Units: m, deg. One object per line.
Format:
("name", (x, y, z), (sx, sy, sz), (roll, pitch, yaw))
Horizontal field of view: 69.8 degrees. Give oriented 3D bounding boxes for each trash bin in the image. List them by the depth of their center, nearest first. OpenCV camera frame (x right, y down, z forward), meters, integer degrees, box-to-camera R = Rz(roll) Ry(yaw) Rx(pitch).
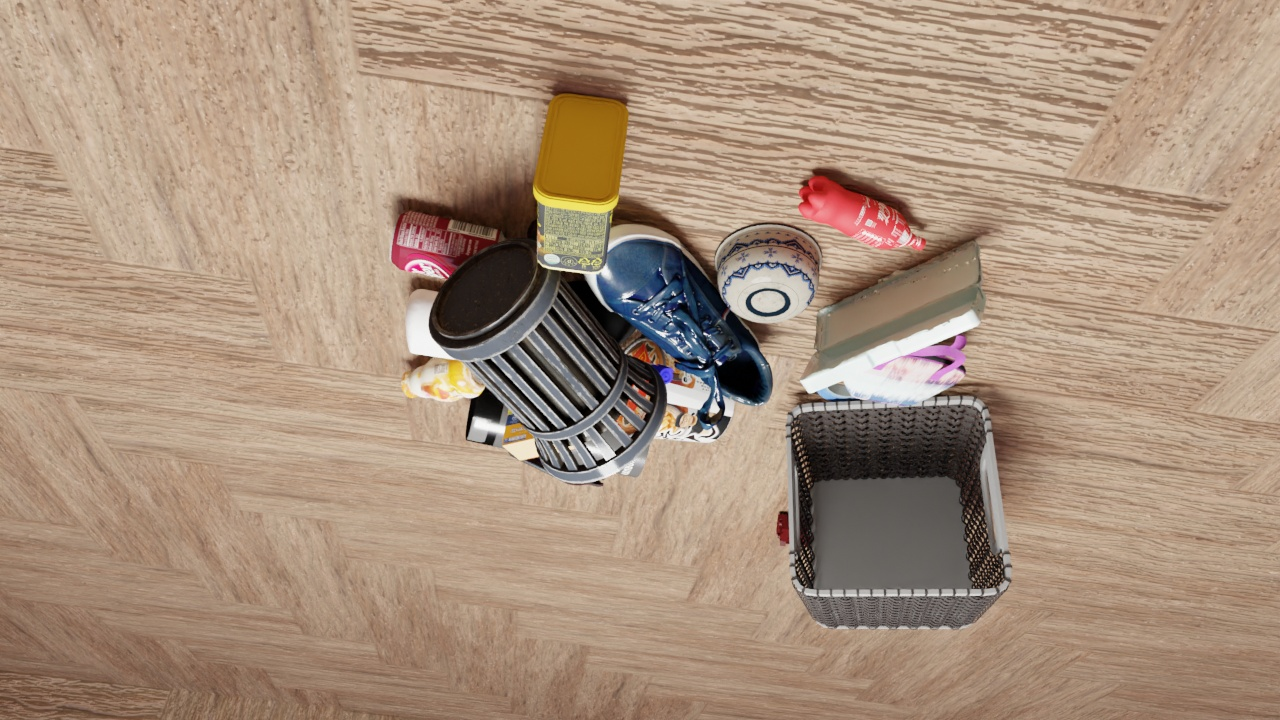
("trash bin", (-0.097, -0.003, 0.948), (0.165, 0.163, 0.227), (-14, 137, 25))

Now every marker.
("marker", (-0.006, 0.006, 1.089), (0.020, 0.020, 0.142), (31, 172, -31))

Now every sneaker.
("sneaker", (0.053, -0.029, 0.983), (0.121, 0.127, 0.294), (-44, 130, 9))

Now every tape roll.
("tape roll", (0.263, 0.021, 1.140), (0.093, 0.016, 0.091), (-19, 138, 30))

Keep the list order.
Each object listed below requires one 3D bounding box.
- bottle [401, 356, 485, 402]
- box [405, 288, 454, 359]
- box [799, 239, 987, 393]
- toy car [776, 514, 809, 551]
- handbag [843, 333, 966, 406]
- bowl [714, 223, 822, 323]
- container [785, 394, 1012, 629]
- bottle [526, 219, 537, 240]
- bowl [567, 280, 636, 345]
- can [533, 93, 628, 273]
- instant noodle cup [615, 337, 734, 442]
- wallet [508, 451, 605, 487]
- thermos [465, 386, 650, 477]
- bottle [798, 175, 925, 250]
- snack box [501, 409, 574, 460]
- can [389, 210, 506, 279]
("bottle", (-0.252, 0.023, 1.174), (0.109, 0.063, 0.063), (-11, 141, 21))
("box", (-0.195, -0.032, 1.083), (0.161, 0.081, 0.092), (9, 132, -6))
("box", (0.262, -0.041, 0.954), (0.198, 0.135, 0.043), (-26, 116, 36))
("toy car", (0.303, 0.282, 1.457), (0.170, 0.061, 0.070), (1, 144, 6))
("handbag", (0.299, -0.001, 1.012), (0.144, 0.068, 0.170), (10, 166, -6))
("bowl", (0.135, -0.084, 0.975), (0.115, 0.059, 0.116), (4, 144, 3))
("container", (0.325, 0.213, 1.196), (0.246, 0.246, 0.244), (-3, 151, 12))
("bottle", (-0.072, -0.119, 0.985), (0.106, 0.025, 0.025), (25, 140, -24))
("bowl", (-0.065, -0.033, 1.079), (0.124, 0.052, 0.124), (4, 144, 3))
("can", (-0.055, -0.159, 0.839), (0.072, 0.130, 0.101), (7, 147, -2))
("instant noodle cup", (0.042, 0.047, 1.132), (0.121, 0.123, 0.124), (17, 144, -31))
("wallet", (-0.117, 0.151, 1.300), (0.099, 0.031, 0.120), (21, 178, 28))
("thermos", (-0.112, 0.093, 1.235), (0.240, 0.082, 0.082), (14, 144, -11))
("bottle", (0.221, -0.139, 0.903), (0.141, 0.041, 0.042), (19, 142, -18))
("snack box", (-0.115, 0.053, 1.143), (0.088, 0.125, 0.040), (-14, 140, 25))
("can", (-0.203, -0.118, 0.972), (0.114, 0.063, 0.063), (11, 144, -8))
